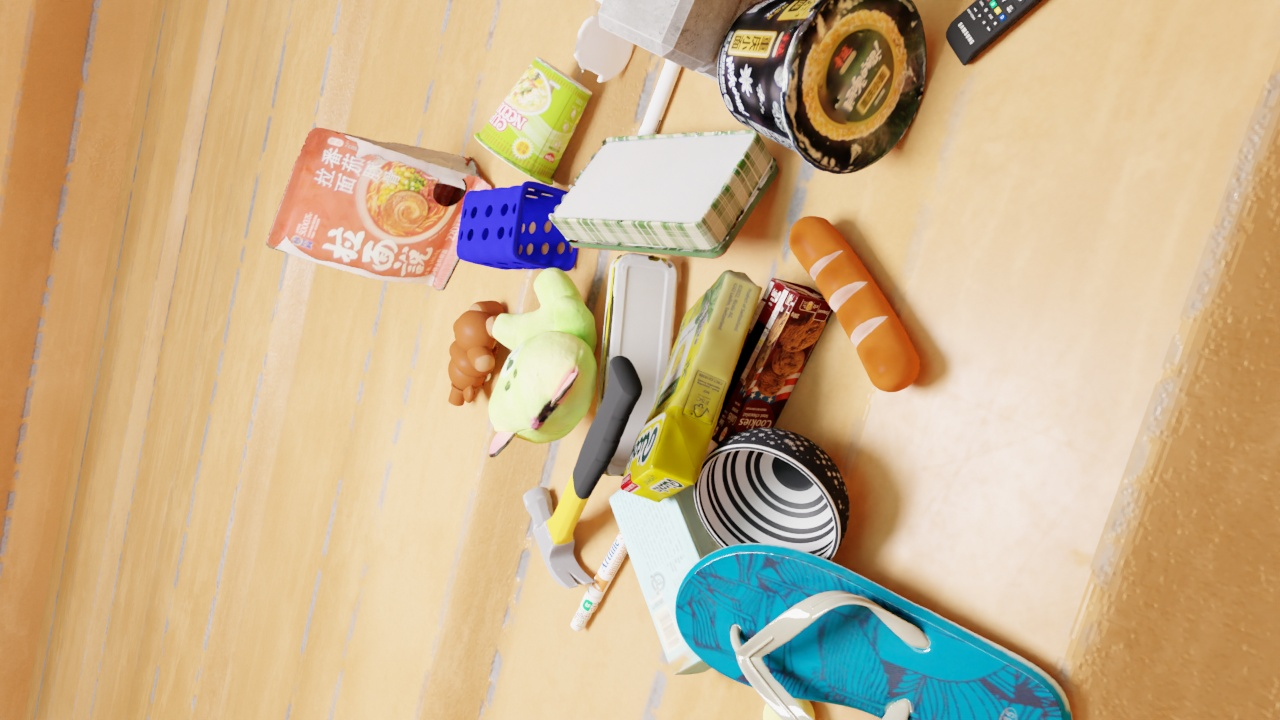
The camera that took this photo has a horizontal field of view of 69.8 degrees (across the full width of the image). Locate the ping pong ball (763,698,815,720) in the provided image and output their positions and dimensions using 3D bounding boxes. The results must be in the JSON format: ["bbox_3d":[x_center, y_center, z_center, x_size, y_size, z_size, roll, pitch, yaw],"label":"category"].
[{"bbox_3d":[0.116,0.278,0.715,0.040,0.040,0.040,-8,79,45],"label":"ping pong ball"}]

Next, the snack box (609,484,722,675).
[{"bbox_3d":[0.038,0.177,0.800,0.075,0.053,0.174,-43,58,33],"label":"snack box"}]

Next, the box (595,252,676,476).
[{"bbox_3d":[-0.006,0.005,0.858,0.037,0.064,0.209,-179,95,-68],"label":"box"}]

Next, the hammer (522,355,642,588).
[{"bbox_3d":[-0.051,0.107,0.831,0.127,0.029,0.325,67,152,28],"label":"hammer"}]

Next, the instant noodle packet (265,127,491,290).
[{"bbox_3d":[-0.313,-0.183,1.090,0.165,0.220,0.084,-56,48,25],"label":"instant noodle packet"}]

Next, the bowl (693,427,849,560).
[{"bbox_3d":[0.110,0.101,0.717,0.120,0.066,0.120,17,125,26],"label":"bowl"}]

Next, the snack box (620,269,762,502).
[{"bbox_3d":[0.039,0.021,0.751,0.121,0.045,0.180,130,162,-71],"label":"snack box"}]

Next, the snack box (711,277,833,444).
[{"bbox_3d":[0.104,0.005,0.755,0.032,0.051,0.141,40,113,41],"label":"snack box"}]

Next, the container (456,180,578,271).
[{"bbox_3d":[-0.134,-0.143,0.997,0.114,0.084,0.085,6,87,47],"label":"container"}]

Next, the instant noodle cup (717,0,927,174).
[{"bbox_3d":[0.130,-0.222,0.708,0.112,0.137,0.137,34,109,52],"label":"instant noodle cup"}]

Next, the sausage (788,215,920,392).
[{"bbox_3d":[0.164,-0.046,0.705,0.039,0.044,0.164,-49,53,36],"label":"sausage"}]

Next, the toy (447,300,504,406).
[{"bbox_3d":[-0.190,-0.004,1.065,0.095,0.065,0.128,51,129,46],"label":"toy"}]

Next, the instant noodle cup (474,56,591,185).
[{"bbox_3d":[-0.110,-0.261,0.986,0.099,0.098,0.108,46,109,39],"label":"instant noodle cup"}]

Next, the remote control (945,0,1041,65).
[{"bbox_3d":[0.277,-0.267,0.637,0.147,0.015,0.033,-40,58,35],"label":"remote control"}]

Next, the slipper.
[{"bbox_3d":[0.142,0.208,0.644,0.295,0.060,0.118,14,96,33],"label":"slipper"}]

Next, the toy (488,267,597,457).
[{"bbox_3d":[-0.089,0.008,0.894,0.150,0.107,0.196,-43,37,32],"label":"toy"}]

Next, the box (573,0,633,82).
[{"bbox_3d":[-0.017,-0.371,0.912,0.156,0.084,0.125,-34,68,40],"label":"box"}]

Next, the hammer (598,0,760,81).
[{"bbox_3d":[-0.030,-0.344,0.817,0.318,0.162,0.083,36,111,30],"label":"hammer"}]

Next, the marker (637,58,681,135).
[{"bbox_3d":[0.025,-0.271,0.899,0.020,0.017,0.134,-100,31,-73],"label":"marker"}]

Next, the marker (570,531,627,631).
[{"bbox_3d":[-0.032,0.206,0.894,0.017,0.017,0.146,44,116,40],"label":"marker"}]

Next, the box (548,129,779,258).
[{"bbox_3d":[0.016,-0.151,0.835,0.206,0.051,0.117,9,61,46],"label":"box"}]
